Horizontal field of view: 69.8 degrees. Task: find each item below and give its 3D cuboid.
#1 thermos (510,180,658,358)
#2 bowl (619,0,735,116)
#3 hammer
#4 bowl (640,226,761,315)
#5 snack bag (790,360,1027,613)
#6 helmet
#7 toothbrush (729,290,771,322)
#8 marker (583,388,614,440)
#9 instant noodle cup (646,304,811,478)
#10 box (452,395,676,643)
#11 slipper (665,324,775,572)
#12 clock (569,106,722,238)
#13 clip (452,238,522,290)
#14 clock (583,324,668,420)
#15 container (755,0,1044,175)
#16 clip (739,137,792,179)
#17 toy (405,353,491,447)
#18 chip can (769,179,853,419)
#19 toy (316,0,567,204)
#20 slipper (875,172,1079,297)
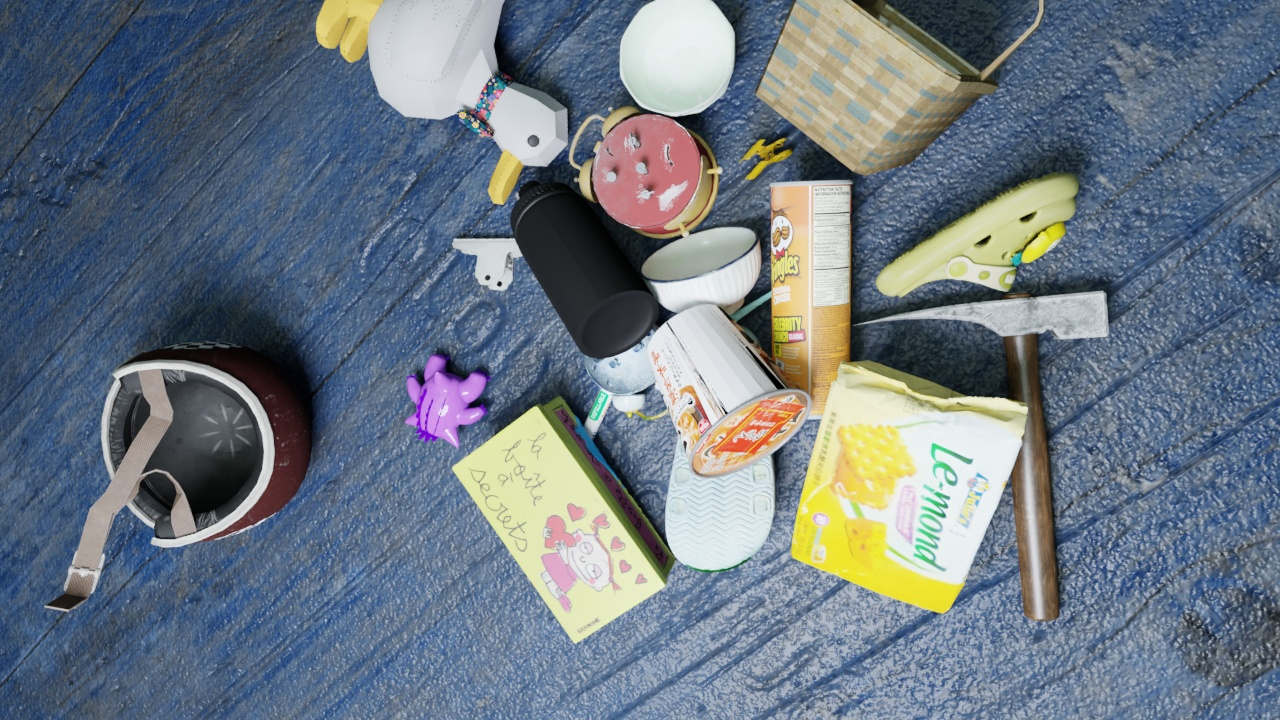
[{"bbox_3d":[-0.065,-0.101,0.912,0.086,0.086,0.198,-43,54,14],"label":"thermos"},{"bbox_3d":[0.043,-0.296,0.910,0.117,0.061,0.117,0,91,17],"label":"bowl"},{"bbox_3d":[0.319,0.091,0.851,0.218,0.037,0.300,-5,91,18],"label":"hammer"},{"bbox_3d":[0.065,-0.078,0.894,0.118,0.117,0.062,-12,116,18],"label":"bowl"},{"bbox_3d":[0.231,0.114,0.825,0.160,0.068,0.248,17,125,15],"label":"snack bag"},{"bbox_3d":[-0.479,0.097,0.989,0.233,0.253,0.233,-11,94,-7],"label":"helmet"},{"bbox_3d":[0.090,-0.040,0.902,0.180,0.016,0.016,-33,102,-1],"label":"toothbrush"},{"bbox_3d":[-0.064,0.095,0.982,0.017,0.017,0.145,28,100,15],"label":"marker"},{"bbox_3d":[0.070,0.022,0.835,0.124,0.123,0.121,-40,58,15],"label":"instant noodle cup"},{"bbox_3d":[-0.076,0.158,0.940,0.124,0.081,0.221,-33,92,15],"label":"box"},{"bbox_3d":[0.085,0.086,0.909,0.104,0.074,0.245,0,76,15],"label":"slipper"},{"bbox_3d":[-0.002,-0.192,0.918,0.159,0.081,0.117,31,101,14],"label":"clock"},{"bbox_3d":[-0.157,-0.105,1.008,0.102,0.046,0.056,3,88,18],"label":"clip"},{"bbox_3d":[-0.006,0.005,0.939,0.083,0.057,0.117,-29,83,16],"label":"clock"},{"bbox_3d":[0.222,-0.269,0.758,0.157,0.249,0.187,42,119,12],"label":"container"},{"bbox_3d":[0.123,-0.204,0.901,0.044,0.054,0.049,35,77,-3],"label":"clip"},{"bbox_3d":[-0.219,0.046,1.009,0.106,0.055,0.088,22,102,17],"label":"toy"},{"bbox_3d":[0.159,-0.058,0.858,0.075,0.075,0.215,2,101,17],"label":"chip can"},{"bbox_3d":[-0.188,-0.311,0.951,0.267,0.141,0.247,21,97,-2],"label":"toy"},{"bbox_3d":[0.307,-0.096,0.821,0.191,0.091,0.081,-30,85,20],"label":"slipper"}]
